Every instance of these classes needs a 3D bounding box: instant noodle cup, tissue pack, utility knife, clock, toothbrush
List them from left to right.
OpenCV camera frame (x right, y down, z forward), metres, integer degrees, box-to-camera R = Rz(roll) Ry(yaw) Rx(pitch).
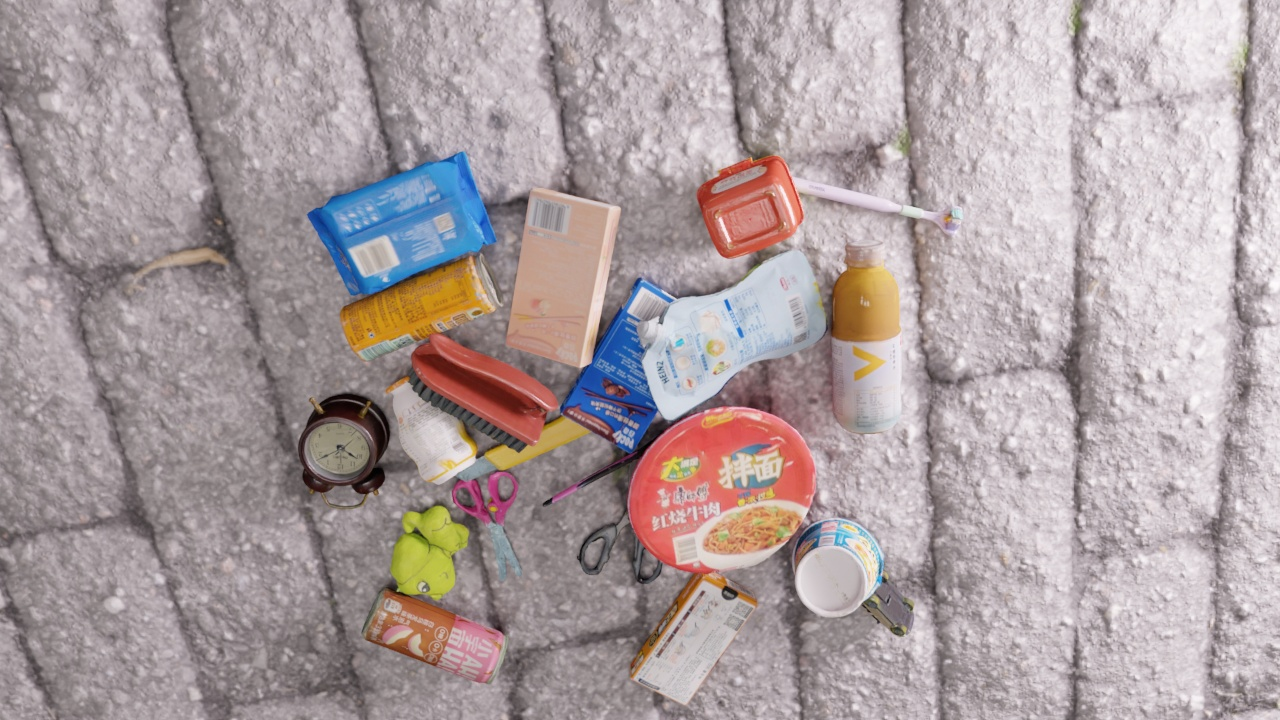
[{"bbox_3d":[-0.296,0.092,0.916,0.082,0.055,0.122,4,109,-6],"label":"clock"},{"bbox_3d":[-0.219,-0.127,0.855,0.157,0.052,0.095,-21,109,3],"label":"tissue pack"},{"bbox_3d":[-0.106,0.080,0.944,0.193,0.015,0.033,-23,104,0],"label":"utility knife"},{"bbox_3d":[-0.018,0.108,0.955,0.189,0.014,0.018,-29,113,2],"label":"toothbrush"},{"bbox_3d":[0.077,0.122,0.937,0.193,0.065,0.194,-4,113,-10],"label":"instant noodle cup"},{"bbox_3d":[0.200,0.217,0.945,0.099,0.110,0.099,-1,87,16],"label":"instant noodle cup"},{"bbox_3d":[0.222,-0.155,0.893,0.189,0.021,0.029,12,95,-5],"label":"toothbrush"}]

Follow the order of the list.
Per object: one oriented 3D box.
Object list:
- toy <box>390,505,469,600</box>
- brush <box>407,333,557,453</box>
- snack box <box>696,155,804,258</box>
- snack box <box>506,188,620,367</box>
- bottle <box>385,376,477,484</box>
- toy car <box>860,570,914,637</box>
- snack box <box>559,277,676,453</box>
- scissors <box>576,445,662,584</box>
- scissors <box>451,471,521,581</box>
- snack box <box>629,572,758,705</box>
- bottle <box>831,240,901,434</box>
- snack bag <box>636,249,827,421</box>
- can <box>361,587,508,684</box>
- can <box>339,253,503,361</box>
[{"bbox_3d":[-0.226,0.203,0.968,0.100,0.031,0.096,-41,106,4],"label":"toy"},{"bbox_3d":[-0.155,0.025,0.892,0.145,0.063,0.069,31,128,-16],"label":"brush"},{"bbox_3d":[0.101,-0.140,0.851,0.091,0.080,0.082,-20,107,15],"label":"snack box"},{"bbox_3d":[-0.075,-0.079,0.877,0.084,0.026,0.157,17,107,17],"label":"snack box"},{"bbox_3d":[-0.210,0.066,0.911,0.063,0.063,0.108,-30,93,5],"label":"bottle"},{"bbox_3d":[0.270,0.269,1.019,0.090,0.042,0.035,45,144,-14],"label":"toy car"},{"bbox_3d":[-0.005,0.005,0.916,0.084,0.026,0.157,30,96,-12],"label":"snack box"},{"bbox_3d":[-0.008,0.166,0.984,0.159,0.014,0.170,-32,105,2],"label":"scissors"},{"bbox_3d":[-0.163,0.181,0.975,0.077,0.017,0.138,-4,111,-4],"label":"scissors"},{"bbox_3d":[0.058,0.308,1.024,0.075,0.026,0.154,30,103,-13],"label":"snack box"},{"bbox_3d":[0.224,-0.023,0.910,0.068,0.068,0.190,-6,107,-2],"label":"bottle"},{"bbox_3d":[0.088,-0.026,0.895,0.191,0.039,0.110,-25,122,-10],"label":"snack bag"},{"bbox_3d":[-0.220,0.295,0.983,0.147,0.058,0.058,25,104,-11],"label":"can"},{"bbox_3d":[-0.209,-0.050,0.876,0.146,0.058,0.058,-21,107,3],"label":"can"}]
